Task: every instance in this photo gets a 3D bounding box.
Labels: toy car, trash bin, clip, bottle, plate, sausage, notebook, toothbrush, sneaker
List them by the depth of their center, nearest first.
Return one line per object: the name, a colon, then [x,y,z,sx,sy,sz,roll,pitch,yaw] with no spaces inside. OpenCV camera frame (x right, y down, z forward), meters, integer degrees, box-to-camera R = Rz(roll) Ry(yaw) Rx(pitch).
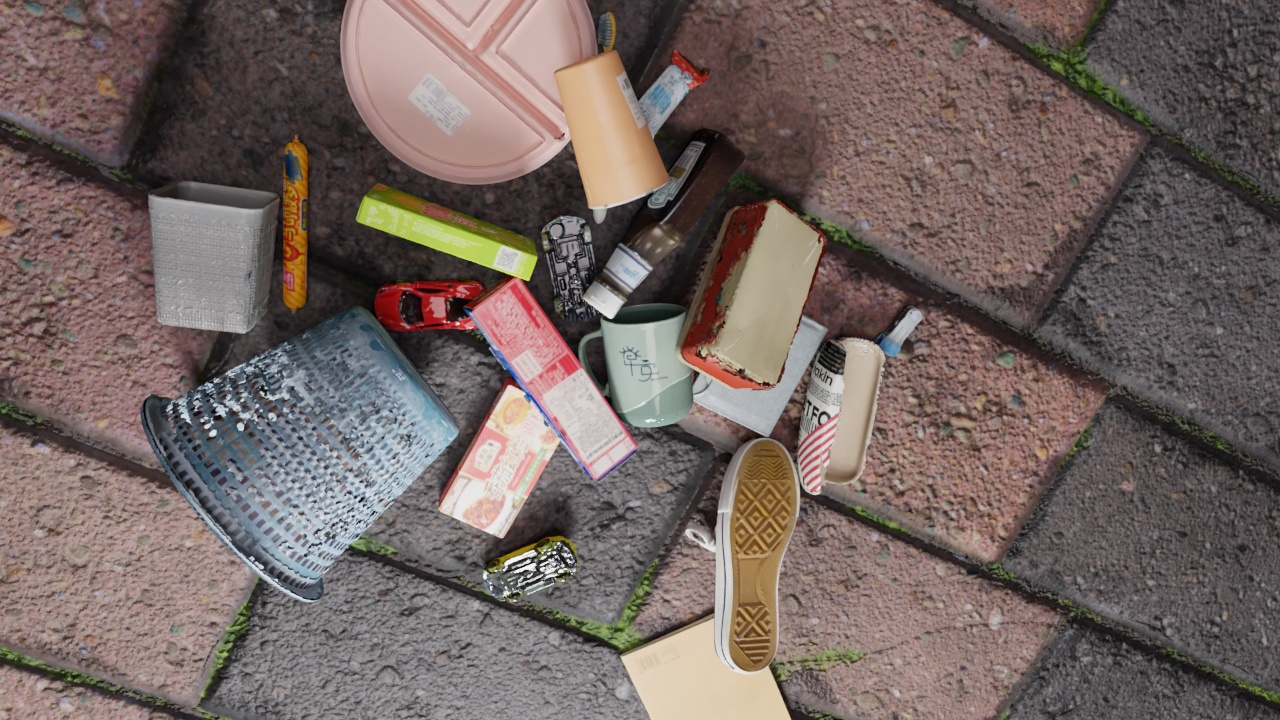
trash bin: [-0.280,0.064,0.815,0.195,0.227,0.226,-38,108,-11]
plate: [-0.151,-0.272,0.820,0.229,0.028,0.230,-2,107,-8]
sausage: [-0.316,-0.123,0.840,0.021,0.021,0.165,3,105,-10]
toothbrush: [-0.036,-0.223,0.854,0.016,0.018,0.191,13,109,27]
bottle: [0.018,-0.126,0.856,0.044,0.080,0.195,36,93,-23]
toy car: [-0.200,-0.052,0.875,0.106,0.031,0.049,-1,105,-6]
toy car: [-0.066,-0.090,0.883,0.049,0.031,0.106,-13,112,-9]
clip: [0.271,-0.033,0.961,0.025,0.035,0.058,33,103,-14]
toy car: [-0.116,0.217,0.965,0.105,0.032,0.048,-25,109,11]
sneaker: [0.106,0.201,0.968,0.118,0.088,0.241,8,83,-23]
notebook: [0.084,0.392,1.057,0.149,0.012,0.211,-23,108,-1]

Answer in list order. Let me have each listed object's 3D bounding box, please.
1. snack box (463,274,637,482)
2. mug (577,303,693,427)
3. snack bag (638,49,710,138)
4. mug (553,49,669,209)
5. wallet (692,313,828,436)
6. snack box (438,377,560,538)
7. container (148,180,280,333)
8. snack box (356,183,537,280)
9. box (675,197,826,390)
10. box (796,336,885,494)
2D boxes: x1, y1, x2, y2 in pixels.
snack box: [-0.085,0.018,0.873,0.058,0.057,0.207,-38,107,-12]
mug: [-0.005,0.005,0.899,0.112,0.082,0.106,-2,108,13]
snack bag: [0.018,-0.240,0.853,0.045,0.026,0.105,43,100,7]
mug: [-0.029,-0.206,0.814,0.078,0.078,0.123,-20,111,-3]
wallet: [0.118,0.001,0.936,0.106,0.037,0.130,26,100,-15]
snack box: [-0.137,0.100,0.930,0.075,0.025,0.153,28,100,-16]
container: [-0.373,-0.090,0.807,0.090,0.090,0.114,7,108,-10]
snack box: [-0.172,-0.117,0.831,0.156,0.085,0.026,19,104,-13]
box: [0.108,-0.062,0.856,0.091,0.078,0.168,29,74,-27]
box: [0.210,0.057,0.948,0.087,0.076,0.162,1,104,-15]
